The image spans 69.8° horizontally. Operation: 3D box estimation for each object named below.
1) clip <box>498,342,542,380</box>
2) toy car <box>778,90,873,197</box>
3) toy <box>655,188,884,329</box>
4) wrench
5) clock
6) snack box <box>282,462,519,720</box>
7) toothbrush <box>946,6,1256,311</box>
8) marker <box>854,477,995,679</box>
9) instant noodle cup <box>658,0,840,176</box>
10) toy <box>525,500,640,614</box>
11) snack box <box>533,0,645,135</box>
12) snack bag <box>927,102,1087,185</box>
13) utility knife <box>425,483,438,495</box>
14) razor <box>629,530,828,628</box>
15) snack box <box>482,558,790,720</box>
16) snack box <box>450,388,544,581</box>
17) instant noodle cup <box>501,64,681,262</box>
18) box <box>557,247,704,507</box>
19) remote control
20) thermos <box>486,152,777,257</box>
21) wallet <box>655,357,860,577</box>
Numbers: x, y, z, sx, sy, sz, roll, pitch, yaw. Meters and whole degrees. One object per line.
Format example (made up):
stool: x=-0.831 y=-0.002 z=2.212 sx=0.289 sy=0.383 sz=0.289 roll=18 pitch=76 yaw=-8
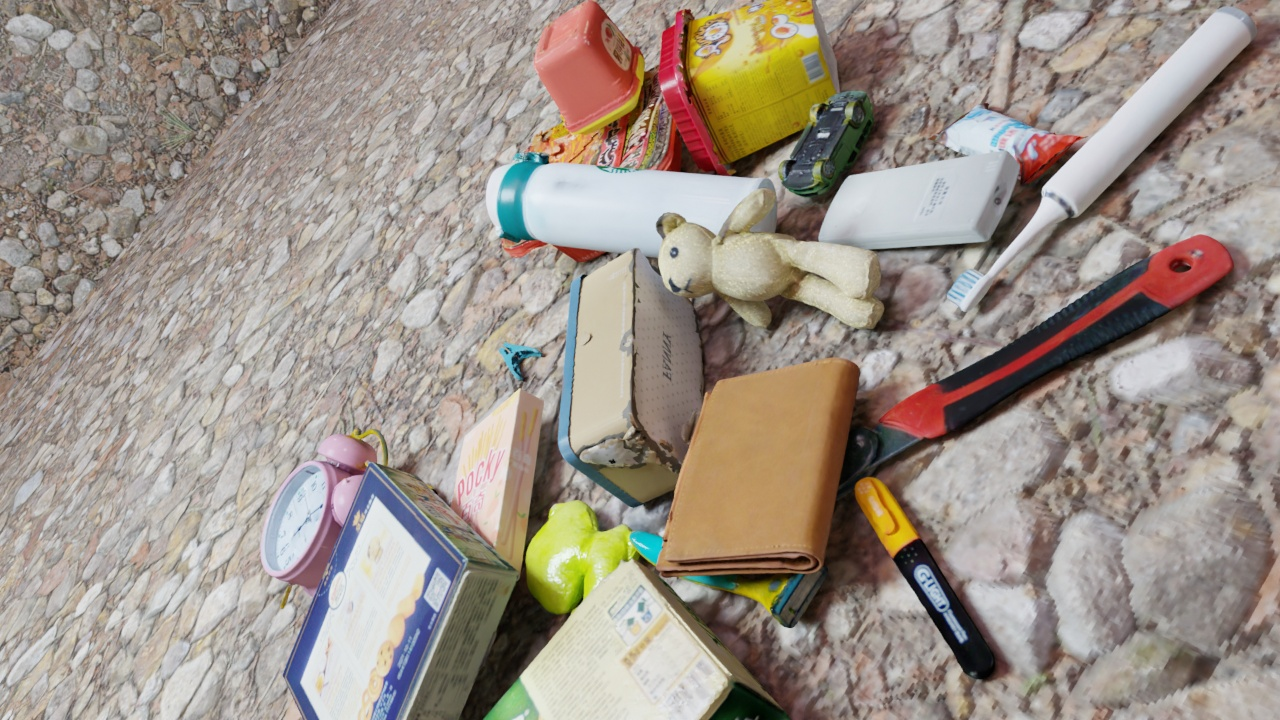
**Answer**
clip: x=-0.108 y=-0.003 z=0.805 sx=0.034 sy=0.013 sz=0.055 roll=-54 pitch=36 yaw=-10
toy car: x=0.139 y=-0.158 z=0.676 sx=0.043 sy=0.036 sz=0.091 roll=17 pitch=69 yaw=50
toy: x=0.081 y=-0.056 z=0.592 sx=0.157 sy=0.105 sz=0.066 roll=15 pitch=48 yaw=28
wrench: x=0.178 y=0.014 z=0.497 sx=0.274 sy=0.016 sz=0.056 roll=-31 pitch=40 yaw=22
clock: x=-0.260 y=0.127 z=0.780 sx=0.159 sy=0.059 sz=0.117 roll=-48 pitch=41 yaw=12
snack box: x=-0.172 y=0.185 z=0.630 sx=0.183 sy=0.045 sz=0.178 roll=26 pitch=93 yaw=53
toothbrush: x=0.258 y=-0.110 z=0.521 sx=0.221 sy=0.026 sz=0.026 roll=-46 pitch=55 yaw=3
marker: x=0.138 y=0.103 z=0.455 sx=0.018 sy=0.015 sz=0.123 roll=-42 pitch=38 yaw=15
instant noodle cup: x=0.091 y=-0.229 z=0.738 sx=0.124 sy=0.116 sz=0.116 roll=-15 pitch=46 yaw=21
toy: x=-0.041 y=0.133 z=0.597 sx=0.100 sy=0.031 sz=0.096 roll=-17 pitch=48 yaw=34
snack box: x=-0.047 y=-0.252 z=0.787 sx=0.082 sy=0.080 sz=0.091 roll=-23 pitch=39 yaw=25
snack bag: x=0.228 y=-0.139 z=0.578 sx=0.048 sy=0.026 sz=0.104 roll=-36 pitch=37 yaw=3
utility knife: x=-0.227 y=0.112 z=0.816 sx=0.191 sy=0.015 sz=0.033 roll=9 pitch=66 yaw=49
razor: x=0.043 y=0.119 z=0.526 sx=0.133 sy=0.028 sz=0.043 roll=6 pitch=48 yaw=45
snack box: x=-0.043 y=0.232 z=0.479 sx=0.240 sy=0.063 sz=0.114 roll=-50 pitch=36 yaw=-3
snack box: x=-0.112 y=0.104 z=0.682 sx=0.085 sy=0.026 sz=0.157 roll=-39 pitch=34 yaw=37
instant noodle cup: x=-0.033 y=-0.165 z=0.822 sx=0.189 sy=0.079 sz=0.164 roll=-21 pitch=43 yaw=30
box: x=-0.004 y=0.004 z=0.631 sx=0.063 sy=0.090 sz=0.183 roll=-29 pitch=38 yaw=25
remote control: x=0.172 y=-0.099 z=0.586 sx=0.135 sy=0.019 sz=0.056 roll=5 pitch=65 yaw=58
thermos: x=-0.013 y=-0.116 z=0.697 sx=0.224 sy=0.073 sz=0.073 roll=10 pitch=62 yaw=24
wallet: x=0.066 y=0.061 z=0.523 sx=0.108 sy=0.031 sz=0.131 roll=-13 pitch=41 yaw=36
